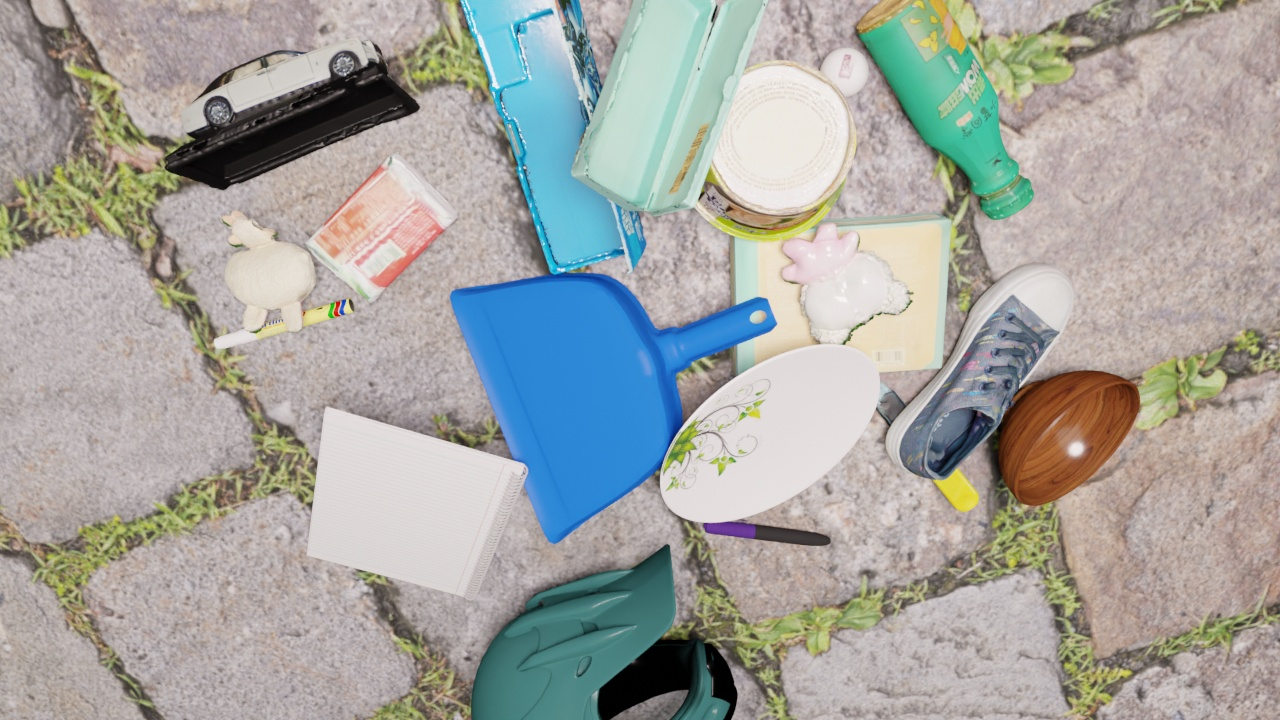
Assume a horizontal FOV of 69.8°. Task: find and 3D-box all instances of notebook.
[{"bbox_3d":[-0.218,0.146,0.866,0.178,0.013,0.246,17,135,-9],"label":"notebook"}]

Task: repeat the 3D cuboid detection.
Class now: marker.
[{"bbox_3d":[-0.328,-0.033,0.845,0.132,0.014,0.014,-16,111,4],"label":"marker"},{"bbox_3d":[0.131,0.177,0.944,0.134,0.015,0.018,8,83,-5],"label":"marker"}]

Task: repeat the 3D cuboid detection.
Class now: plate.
[{"bbox_3d":[0.116,0.064,0.853,0.229,0.030,0.230,-18,139,-16],"label":"plate"}]

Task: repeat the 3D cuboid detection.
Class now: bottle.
[{"bbox_3d":[0.263,-0.212,0.770,0.068,0.068,0.210,-35,108,11],"label":"bottle"}]

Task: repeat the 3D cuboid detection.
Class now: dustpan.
[{"bbox_3d":[-0.005,0.005,0.813,0.258,0.059,0.245,-21,92,15],"label":"dustpan"}]

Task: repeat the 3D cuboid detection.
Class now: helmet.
[{"bbox_3d":[-0.044,0.311,0.902,0.275,0.176,0.200,-33,111,13],"label":"helmet"}]

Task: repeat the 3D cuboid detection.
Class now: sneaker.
[{"bbox_3d":[0.325,0.019,0.849,0.087,0.079,0.236,33,99,-15],"label":"sneaker"}]

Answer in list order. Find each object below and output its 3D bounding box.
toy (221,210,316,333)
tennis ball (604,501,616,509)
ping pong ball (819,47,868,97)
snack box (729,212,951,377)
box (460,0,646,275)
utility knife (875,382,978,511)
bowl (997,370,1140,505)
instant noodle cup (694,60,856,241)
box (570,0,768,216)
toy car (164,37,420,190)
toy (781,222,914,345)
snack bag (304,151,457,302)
[{"bbox_3d":[-0.327,-0.077,0.805,0.087,0.050,0.112,-7,101,19],"label":"toy"},{"bbox_3d":[-0.046,0.113,0.885,0.065,0.065,0.065,-1,111,-2],"label":"tennis ball"},{"bbox_3d":[0.171,-0.241,0.770,0.040,0.040,0.040,-1,111,-2],"label":"ping pong ball"},{"bbox_3d":[0.180,-0.057,0.840,0.193,0.044,0.141,-4,110,-1],"label":"snack box"},{"bbox_3d":[-0.067,-0.186,0.742,0.094,0.115,0.243,-16,111,4],"label":"box"},{"bbox_3d":[0.282,0.087,0.913,0.029,0.020,0.172,-40,108,4],"label":"utility knife"},{"bbox_3d":[0.390,0.061,0.872,0.147,0.069,0.147,-18,133,-21],"label":"bowl"},{"bbox_3d":[0.106,-0.173,0.744,0.146,0.098,0.146,0,93,-2],"label":"instant noodle cup"},{"bbox_3d":[0.031,-0.205,0.679,0.077,0.093,0.188,27,78,-40],"label":"box"},{"bbox_3d":[-0.290,-0.211,0.749,0.192,0.094,0.071,-20,90,6],"label":"toy car"},{"bbox_3d":[0.170,-0.070,0.789,0.096,0.041,0.109,-32,106,22],"label":"toy"},{"bbox_3d":[-0.225,-0.116,0.805,0.116,0.036,0.077,-41,106,13],"label":"snack bag"}]
